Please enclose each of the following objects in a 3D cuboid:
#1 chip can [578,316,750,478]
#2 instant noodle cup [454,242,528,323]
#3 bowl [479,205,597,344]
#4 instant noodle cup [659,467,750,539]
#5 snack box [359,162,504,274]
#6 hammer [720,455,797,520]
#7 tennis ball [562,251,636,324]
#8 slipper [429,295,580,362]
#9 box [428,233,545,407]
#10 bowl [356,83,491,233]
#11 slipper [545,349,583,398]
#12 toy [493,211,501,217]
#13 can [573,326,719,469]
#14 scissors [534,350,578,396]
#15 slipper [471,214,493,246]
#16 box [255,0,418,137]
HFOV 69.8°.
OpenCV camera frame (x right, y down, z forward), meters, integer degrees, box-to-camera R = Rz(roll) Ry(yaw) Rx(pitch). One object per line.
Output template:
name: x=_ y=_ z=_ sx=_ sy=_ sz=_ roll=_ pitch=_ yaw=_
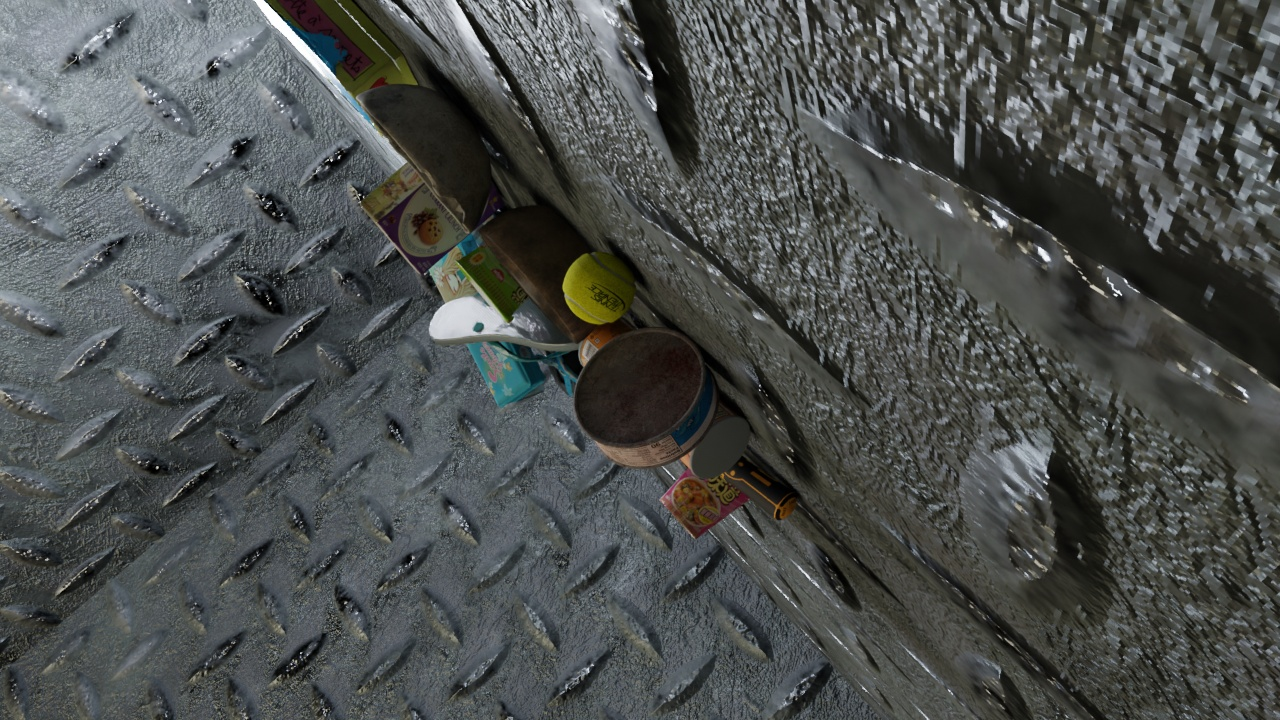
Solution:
chip can: x=0.020 y=0.034 z=0.983 sx=0.215 sy=0.075 sz=0.075 roll=42 pitch=171 yaw=42
instant noodle cup: x=-0.152 y=-0.116 z=1.103 sx=0.099 sy=0.108 sz=0.099 roll=47 pitch=173 yaw=7
bowl: x=-0.095 y=-0.100 z=0.990 sx=0.162 sy=0.070 sz=0.162 roll=48 pitch=173 yaw=7
instant noodle cup: x=0.088 y=0.172 z=1.199 sx=0.097 sy=0.108 sz=0.098 roll=48 pitch=174 yaw=6
snack box: x=-0.253 y=-0.195 z=1.133 sx=0.040 sy=0.148 sz=0.143 roll=45 pitch=173 yaw=21
hammer: x=0.054 y=0.083 z=1.072 sx=0.321 sy=0.036 sz=0.123 roll=35 pitch=159 yaw=37
tennis ball: x=-0.037 y=-0.066 z=0.838 sx=0.065 sy=0.065 sz=0.065 roll=48 pitch=173 yaw=7
slipper: x=-0.142 y=-0.046 z=1.148 sx=0.269 sy=0.098 sz=0.055 roll=3 pitch=147 yaw=28
box: x=-0.213 y=-0.048 z=1.273 sx=0.227 sy=0.086 sz=0.169 roll=62 pitch=170 yaw=5
bowl: x=-0.212 y=-0.228 z=0.973 sx=0.178 sy=0.081 sz=0.178 roll=48 pitch=173 yaw=7
slipper: x=-0.077 y=-0.021 z=1.268 sx=0.082 sy=0.101 sz=0.264 roll=35 pitch=161 yaw=32
toy: x=-0.159 y=-0.130 z=1.226 sx=0.112 sy=0.071 sz=0.176 roll=-106 pitch=3 yaw=-50
can: x=0.005 y=0.034 z=0.854 sx=0.130 sy=0.130 sz=0.044 roll=43 pitch=172 yaw=40
scissors: x=-0.098 y=0.010 z=1.216 sx=0.134 sy=0.011 sz=0.140 roll=27 pitch=151 yaw=38
slipper: x=-0.244 y=-0.225 z=1.273 sx=0.273 sy=0.054 sz=0.114 roll=56 pitch=-173 yaw=-17
box: x=-0.361 y=-0.382 z=1.084 sx=0.221 sy=0.082 sz=0.124 roll=44 pitch=174 yaw=11
